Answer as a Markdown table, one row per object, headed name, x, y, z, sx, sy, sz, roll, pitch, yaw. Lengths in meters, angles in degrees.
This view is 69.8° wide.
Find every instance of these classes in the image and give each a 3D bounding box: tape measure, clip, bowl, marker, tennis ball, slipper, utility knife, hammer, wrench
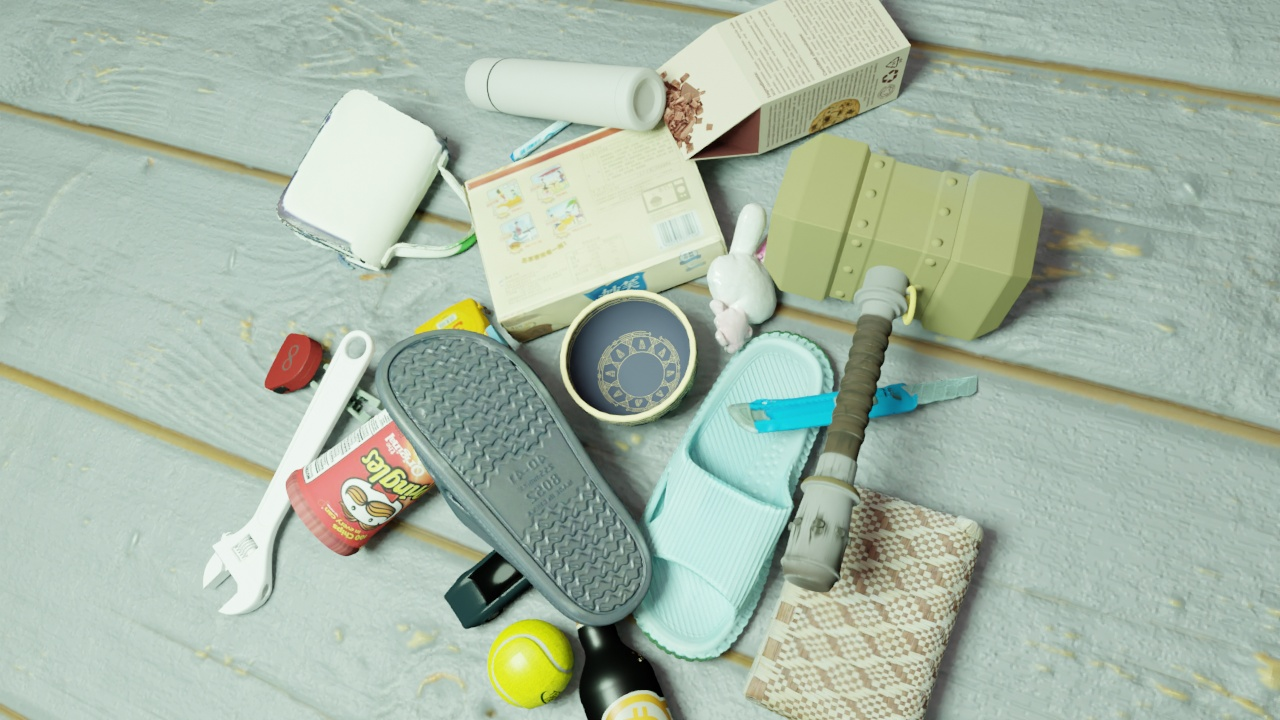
| name | x | y | z | sx | sy | sz | roll | pitch | yaw |
| --- | --- | --- | --- | --- | --- | --- | --- | --- | --- |
| tape measure | -0.162 | -0.019 | 0.829 | 0.068 | 0.030 | 0.059 | -34 | 67 | 4 |
| clip | -0.269 | 0.032 | 0.842 | 0.076 | 0.023 | 0.043 | 32 | 79 | 19 |
| tape measure | -0.323 | 0.006 | 0.860 | 0.051 | 0.019 | 0.059 | 10 | 72 | 39 |
| bowl | -0.005 | 0.004 | 0.766 | 0.112 | 0.061 | 0.112 | -4 | 70 | 12 |
| marker | -0.068 | -0.237 | 0.894 | 0.142 | 0.013 | 0.013 | -36 | 67 | 0 |
| tennis ball | -0.084 | 0.232 | 0.704 | 0.065 | 0.065 | 0.065 | -4 | 70 | 12 |
| slipper | 0.069 | 0.094 | 0.716 | 0.116 | 0.069 | 0.275 | 21 | 77 | 22 |
| utility knife | 0.169 | 0.031 | 0.711 | 0.206 | 0.015 | 0.031 | -8 | 63 | -12 |
| slipper | -0.097 | 0.090 | 0.713 | 0.110 | 0.083 | 0.268 | -38 | 86 | -27 |
| hammer | 0.160 | 0.008 | 0.665 | 0.190 | 0.101 | 0.324 | 16 | 66 | 10 |
| wrench | -0.308 | 0.097 | 0.817 | 0.066 | 0.018 | 0.273 | 24 | 84 | 19 |

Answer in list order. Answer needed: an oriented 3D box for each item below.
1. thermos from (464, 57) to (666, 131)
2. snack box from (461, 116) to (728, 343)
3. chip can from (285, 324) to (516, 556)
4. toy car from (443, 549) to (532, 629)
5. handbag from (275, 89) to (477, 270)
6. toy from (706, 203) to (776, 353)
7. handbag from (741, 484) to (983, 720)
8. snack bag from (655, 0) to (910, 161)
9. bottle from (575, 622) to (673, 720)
| name | x | y | z | sx | sy | sz | roll | pitch | yaw |
| --- | --- | --- | --- | --- | --- | --- | --- | --- | --- |
| thermos | -0.077 | -0.248 | 0.844 | 0.224 | 0.052 | 0.052 | 19 | 75 | 38 |
| snack box | -0.042 | -0.123 | 0.823 | 0.207 | 0.055 | 0.153 | -20 | 67 | 6 |
| chip can | -0.186 | 0.067 | 0.776 | 0.213 | 0.087 | 0.087 | -38 | 67 | -3 |
| toy car | -0.108 | 0.171 | 0.748 | 0.112 | 0.034 | 0.046 | -39 | 67 | -2 |
| handbag | -0.235 | -0.153 | 0.884 | 0.176 | 0.074 | 0.151 | 26 | 79 | 1 |
| toy | 0.087 | -0.064 | 0.767 | 0.037 | 0.076 | 0.125 | 5 | 69 | 47 |
| handbag | 0.163 | 0.187 | 0.673 | 0.124 | 0.047 | 0.185 | 17 | 76 | 27 |
| snack bag | 0.115 | -0.249 | 0.806 | 0.206 | 0.070 | 0.094 | -23 | 67 | -4 |
| bottle | -0.015 | 0.250 | 0.684 | 0.059 | 0.059 | 0.181 | -26 | 67 | 3 |
